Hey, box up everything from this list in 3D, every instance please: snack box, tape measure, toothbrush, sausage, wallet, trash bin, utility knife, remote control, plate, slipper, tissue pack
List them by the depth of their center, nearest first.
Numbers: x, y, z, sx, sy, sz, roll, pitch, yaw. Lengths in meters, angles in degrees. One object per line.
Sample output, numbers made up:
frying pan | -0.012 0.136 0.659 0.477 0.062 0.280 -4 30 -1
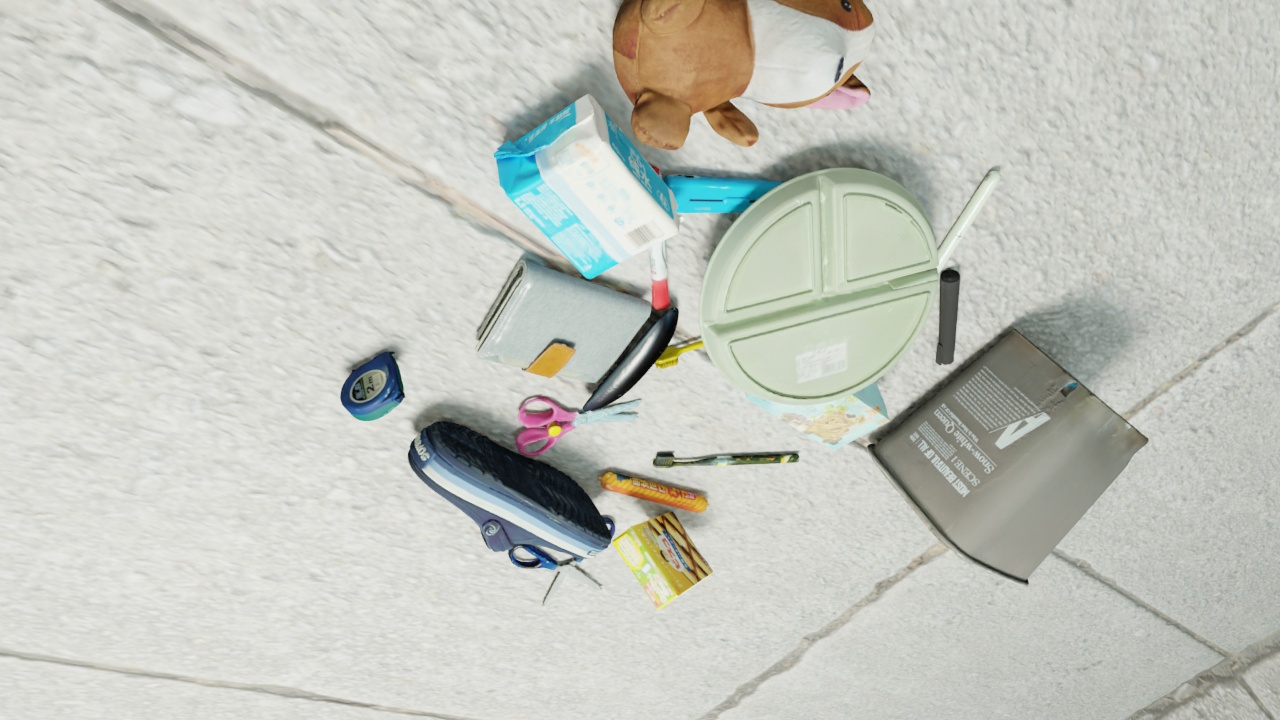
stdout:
tissue pack | -0.037 -0.129 0.698 0.090 0.063 0.140 -25 138 21
tape measure | -0.226 0.025 0.779 0.054 0.058 0.025 -29 136 2
utility knife | 0.103 -0.141 0.786 0.185 0.018 0.034 -3 132 -23
wallet | -0.069 -0.026 0.811 0.129 0.037 0.107 15 124 -33
plate | 0.164 -0.056 0.812 0.230 0.027 0.230 -7 120 -12
remote control | -0.005 0.005 0.862 0.137 0.024 0.053 -49 170 25
toothbrush | 0.103 -0.027 0.898 0.190 0.015 0.017 -18 141 -6
slipper | -0.129 0.147 0.902 0.095 0.105 0.252 -45 131 11
toothbrush | 0.302 -0.103 0.907 0.020 0.029 0.190 28 125 7
snack box | 0.182 0.032 0.954 0.074 0.051 0.174 -33 138 29
snack box | 0.027 0.217 1.010 0.034 0.087 0.140 -39 165 16
sausage | 0.017 0.149 1.028 0.165 0.021 0.021 20 122 -36
toothbrush | 0.100 0.110 1.033 0.185 0.012 0.017 1 121 -24
trash bin | 0.419 0.104 1.043 0.198 0.199 0.220 25 113 -38

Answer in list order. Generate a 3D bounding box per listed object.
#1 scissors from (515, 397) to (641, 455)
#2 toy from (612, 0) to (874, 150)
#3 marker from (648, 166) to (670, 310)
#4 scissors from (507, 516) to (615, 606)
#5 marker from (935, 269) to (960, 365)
scissors | -0.060 0.051 0.908 0.137 0.017 0.077 -16 128 -14
toy | 0.084 -0.219 0.635 0.199 0.130 0.140 -13 131 -25
marker | 0.014 -0.102 0.786 0.017 0.017 0.145 -15 136 -9
scissors | -0.086 0.237 1.077 0.163 0.012 0.175 -42 134 18
marker | 0.325 -0.043 0.973 0.022 0.020 0.132 -27 138 -9
